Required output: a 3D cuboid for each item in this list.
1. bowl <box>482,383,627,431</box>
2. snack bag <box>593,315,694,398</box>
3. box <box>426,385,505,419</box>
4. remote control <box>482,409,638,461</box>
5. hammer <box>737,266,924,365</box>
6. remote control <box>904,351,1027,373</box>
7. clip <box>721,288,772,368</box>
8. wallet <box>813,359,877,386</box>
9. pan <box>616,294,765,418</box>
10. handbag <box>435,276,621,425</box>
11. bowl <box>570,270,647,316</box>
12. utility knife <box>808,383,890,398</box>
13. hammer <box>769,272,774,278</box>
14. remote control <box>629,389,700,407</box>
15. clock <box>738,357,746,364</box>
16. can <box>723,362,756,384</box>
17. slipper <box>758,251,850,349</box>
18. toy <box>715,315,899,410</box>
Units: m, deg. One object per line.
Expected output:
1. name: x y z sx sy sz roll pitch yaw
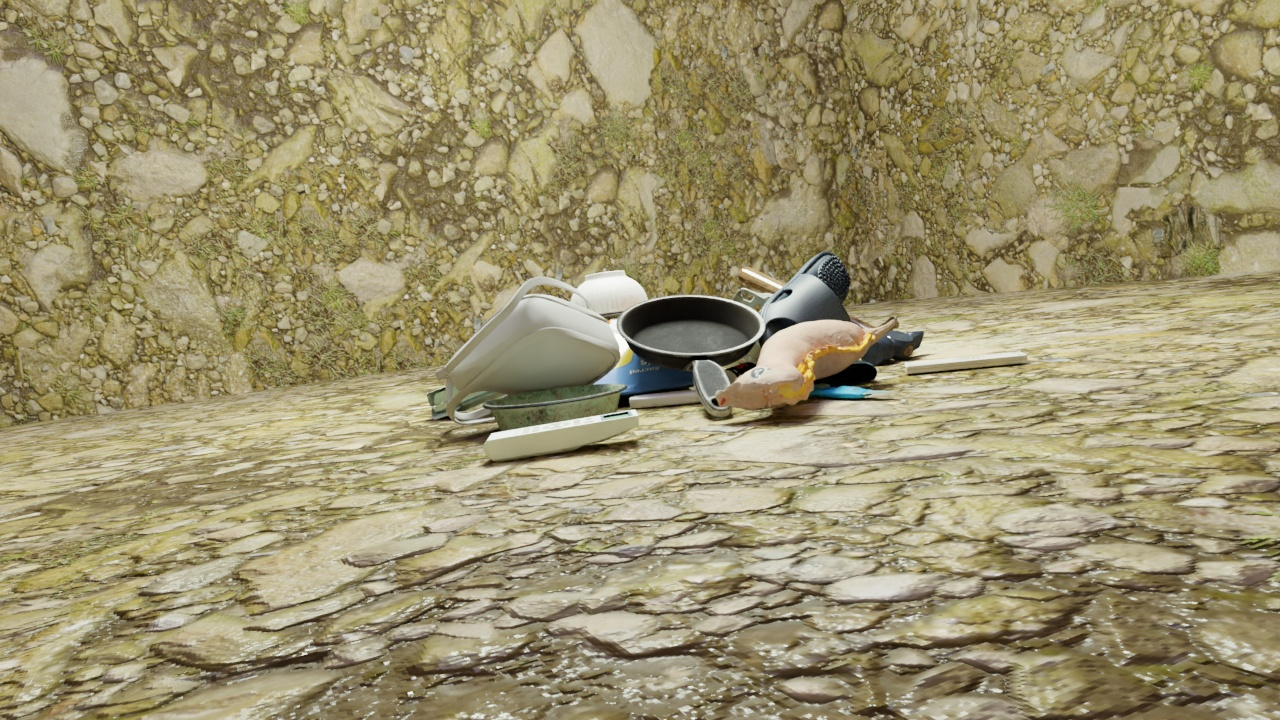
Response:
1. bowl: -0.090 0.056 0.998 0.157 0.038 0.157 -7 4 0
2. snack bag: -0.007 0.007 1.234 0.159 0.102 0.205 -8 18 -8
3. box: -0.209 0.033 1.242 0.200 0.066 0.083 -18 -21 39
4. remote control: -0.072 0.071 0.844 0.143 0.024 0.049 -9 4 -3
5. hammer: 0.270 -0.077 1.380 0.129 0.040 0.322 -12 31 -40
6. remote control: 0.387 0.003 1.098 0.136 0.011 0.050 -6 4 15
7. clip: 0.179 -0.022 1.292 0.152 0.096 0.126 26 -42 -4
8. wallet: 0.222 0.016 1.112 0.115 0.026 0.089 -7 2 3
9. pan: 0.069 -0.006 1.088 0.187 0.055 0.356 -2 26 -3
10. handbag: -0.156 0.007 1.089 0.223 0.095 0.215 -36 -31 25
11. bowl: -0.048 -0.096 1.332 0.118 0.062 0.118 -7 2 0
12. utility knife: 0.203 0.033 0.987 0.031 0.015 0.179 -15 8 -30
13. hammer: 0.107 -0.029 1.466 0.316 0.147 0.028 -20 12 -19
14. remote control: 0.053 0.044 1.101 0.137 0.013 0.043 -6 4 15
15. clock: 0.184 -0.023 1.393 0.094 0.035 0.123 17 -27 -37
16. can: 0.124 0.022 1.158 0.032 0.031 0.080 -5 4 29
17. slipper: 0.240 -0.076 1.233 0.083 0.101 0.262 -26 18 45
18. toy: 0.183 -0.003 0.963 0.196 0.065 0.264 -17 5 13
